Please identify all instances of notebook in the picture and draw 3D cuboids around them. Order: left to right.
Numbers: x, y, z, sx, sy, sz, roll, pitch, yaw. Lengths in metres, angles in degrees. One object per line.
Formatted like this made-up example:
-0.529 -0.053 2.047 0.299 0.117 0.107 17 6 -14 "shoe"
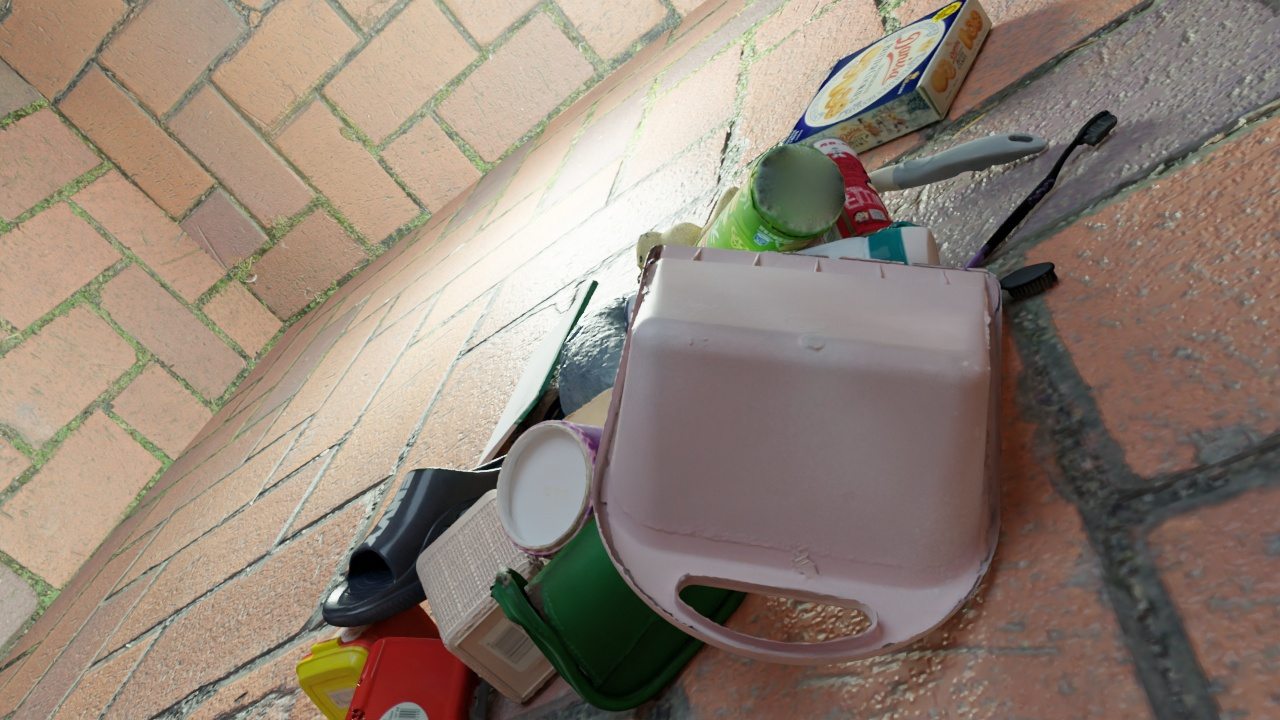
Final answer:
-0.112 0.014 0.996 0.151 0.012 0.208 -48 14 37 "notebook"

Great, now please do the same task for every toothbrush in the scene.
0.187 -0.020 0.617 0.190 0.016 0.014 -28 34 37 "toothbrush"
0.273 -0.109 0.639 0.189 0.014 0.017 -47 46 -9 "toothbrush"

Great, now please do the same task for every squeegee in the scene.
0.214 -0.146 0.773 0.247 0.039 0.245 -18 32 46 "squeegee"

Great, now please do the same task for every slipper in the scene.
-0.161 0.117 0.760 0.111 0.083 0.267 -16 14 46 "slipper"

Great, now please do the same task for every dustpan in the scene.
0.085 0.031 0.512 0.223 0.139 0.272 7 18 14 "dustpan"

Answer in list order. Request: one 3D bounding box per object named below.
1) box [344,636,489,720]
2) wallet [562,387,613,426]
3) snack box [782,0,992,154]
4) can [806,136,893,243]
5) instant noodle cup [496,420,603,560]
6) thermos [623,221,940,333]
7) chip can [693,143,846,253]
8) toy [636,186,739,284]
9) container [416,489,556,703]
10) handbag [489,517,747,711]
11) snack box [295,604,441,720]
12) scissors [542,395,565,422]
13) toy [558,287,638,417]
-0.144 0.274 0.571 0.094 0.092 0.201 4 26 -4 "box"
-0.035 0.088 0.690 0.088 0.024 0.115 -35 57 43 "wallet"
0.255 -0.286 0.962 0.183 0.046 0.177 -15 34 50 "snack box"
0.164 -0.122 0.731 0.053 0.053 0.132 -33 43 21 "can"
-0.033 0.090 0.601 0.112 0.099 0.111 -12 70 35 "instant noodle cup"
0.102 -0.045 0.667 0.225 0.073 0.073 -13 32 22 "thermos"
0.097 -0.105 0.748 0.072 0.072 0.221 -47 0 -13 "chip can"
0.053 -0.133 0.982 0.158 0.066 0.104 -31 17 41 "toy"
-0.091 0.163 0.636 0.090 0.090 0.111 -43 25 -4 "container"
-0.009 0.122 0.530 0.131 0.120 0.068 -43 27 -9 "handbag"
-0.205 0.231 0.711 0.091 0.082 0.079 -24 18 33 "snack box"
-0.047 0.007 0.962 0.172 0.012 0.129 -51 22 -26 "scissors"
-0.005 0.005 0.807 0.138 0.091 0.355 -8 31 8 "toy"
